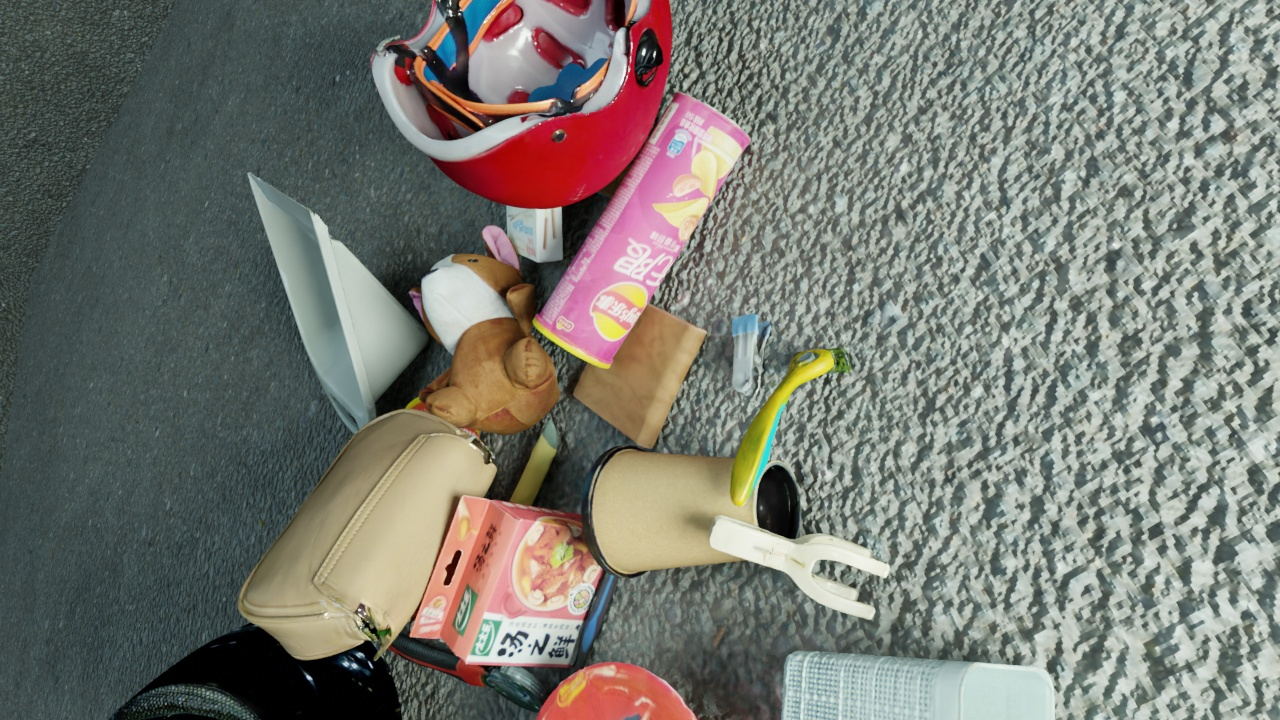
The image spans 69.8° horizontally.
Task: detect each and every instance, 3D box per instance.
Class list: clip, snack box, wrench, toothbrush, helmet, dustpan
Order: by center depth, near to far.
[{"bbox_3d":[0.095,0.115,0.520,0.035,0.103,0.092,-69,21,0],"label":"clip"},{"bbox_3d":[0.077,-0.003,0.651,0.026,0.038,0.058,-8,69,43],"label":"clip"},{"bbox_3d":[-0.089,0.167,0.683,0.044,0.127,0.113,23,94,48],"label":"snack box"},{"bbox_3d":[-0.067,-0.216,0.698,0.207,0.144,0.239,27,73,31],"label":"helmet"},{"bbox_3d":[-0.034,0.193,0.700,0.189,0.014,0.016,-70,18,0],"label":"toothbrush"},{"bbox_3d":[-0.160,0.262,0.789,0.274,0.056,0.016,-8,34,49],"label":"wrench"},{"bbox_3d":[-0.319,0.356,0.790,0.234,0.229,0.275,18,123,17],"label":"helmet"},{"bbox_3d":[-0.099,-0.173,0.836,0.085,0.026,0.157,30,124,60],"label":"snack box"},{"bbox_3d":[-0.346,-0.044,0.989,0.142,0.258,0.223,-49,41,-11],"label":"dustpan"}]

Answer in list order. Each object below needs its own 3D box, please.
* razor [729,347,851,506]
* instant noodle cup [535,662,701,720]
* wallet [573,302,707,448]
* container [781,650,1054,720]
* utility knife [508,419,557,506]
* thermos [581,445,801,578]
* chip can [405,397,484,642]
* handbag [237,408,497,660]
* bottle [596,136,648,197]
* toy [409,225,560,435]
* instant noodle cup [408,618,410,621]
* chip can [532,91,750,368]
[{"bbox_3d":[0.086,0.037,0.570,0.043,0.028,0.132,-2,39,44],"label":"razor"},{"bbox_3d":[0.000,0.295,0.587,0.194,0.065,0.193,-21,60,41],"label":"instant noodle cup"},{"bbox_3d":[-0.004,0.004,0.734,0.115,0.020,0.101,29,96,51],"label":"wallet"},{"bbox_3d":[0.135,0.194,0.464,0.112,0.089,0.090,-10,68,47],"label":"container"},{"bbox_3d":[-0.115,0.140,0.801,0.196,0.020,0.031,-59,39,11],"label":"utility knife"},{"bbox_3d":[0.030,0.100,0.615,0.144,0.093,0.093,-8,70,36],"label":"thermos"},{"bbox_3d":[-0.171,0.132,0.812,0.073,0.073,0.216,-38,46,31],"label":"chip can"},{"bbox_3d":[-0.200,0.135,0.708,0.148,0.100,0.204,-2,46,39],"label":"handbag"},{"bbox_3d":[-0.057,-0.228,0.839,0.065,0.065,0.218,-52,45,20],"label":"bottle"},{"bbox_3d":[-0.148,-0.029,0.817,0.140,0.130,0.199,-29,49,10],"label":"toy"},{"bbox_3d":[-0.236,0.179,0.857,0.112,0.111,0.099,-37,42,32],"label":"instant noodle cup"},{"bbox_3d":[0.001,-0.099,0.713,0.210,0.071,0.071,-57,43,7],"label":"chip can"}]
